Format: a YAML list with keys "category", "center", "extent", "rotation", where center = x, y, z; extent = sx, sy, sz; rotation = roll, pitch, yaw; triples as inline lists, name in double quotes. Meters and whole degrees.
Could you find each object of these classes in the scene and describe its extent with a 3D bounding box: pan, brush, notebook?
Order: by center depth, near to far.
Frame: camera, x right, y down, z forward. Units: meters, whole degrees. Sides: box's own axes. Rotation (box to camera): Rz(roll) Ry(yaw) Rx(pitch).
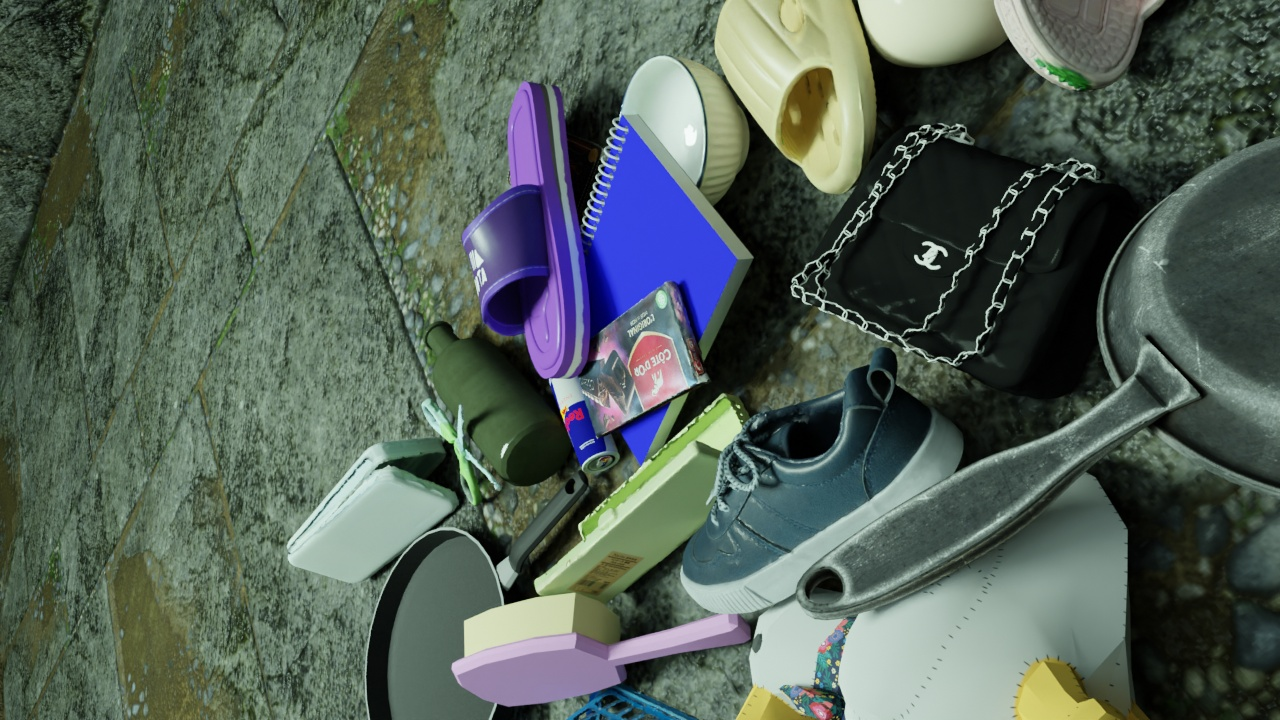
- category: "pan"
  center: [0.219, 0.016, 0.388]
  extent: [0.357, 0.055, 0.187]
  rotation: [-30, 47, 8]
- category: "brush"
  center: [-0.029, 0.204, 0.673]
  extent: [0.229, 0.089, 0.043]
  rotation: [-19, 45, 20]
- category: "notebook"
  center: [-0.003, -0.052, 0.690]
  extent: [0.171, 0.022, 0.210]
  rotation: [57, 142, 33]
- category: "pan"
  center: [-0.143, 0.222, 0.818]
  extent: [0.357, 0.034, 0.225]
  rotation: [-50, 46, 22]

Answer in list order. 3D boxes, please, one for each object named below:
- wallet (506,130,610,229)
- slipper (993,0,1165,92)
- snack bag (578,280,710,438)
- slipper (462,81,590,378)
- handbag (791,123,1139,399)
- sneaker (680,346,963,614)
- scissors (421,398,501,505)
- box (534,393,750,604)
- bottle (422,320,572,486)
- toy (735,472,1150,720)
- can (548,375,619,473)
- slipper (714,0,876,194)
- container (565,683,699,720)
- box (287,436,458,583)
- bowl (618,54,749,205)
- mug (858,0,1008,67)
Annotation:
- category: "wallet"
  center: [-0.074, -0.172, 0.831]
  extent: [0.123, 0.019, 0.072]
  rotation: [35, 109, 43]
- category: "slipper"
  center: [0.245, -0.260, 0.461]
  extent: [0.064, 0.094, 0.239]
  rotation: [-170, 93, -74]
- category: "snack bag"
  center: [-0.004, 0.004, 0.675]
  extent: [0.156, 0.018, 0.074]
  rotation: [-33, 71, 54]
- category: "slipper"
  center: [-0.107, -0.110, 0.756]
  extent: [0.107, 0.084, 0.266]
  rotation: [137, 130, -60]
- category: "handbag"
  center: [0.170, -0.065, 0.500]
  extent: [0.154, 0.114, 0.125]
  rotation: [36, 107, 47]
- category: "sneaker"
  center: [0.083, 0.077, 0.553]
  extent: [0.087, 0.089, 0.236]
  rotation: [40, 131, -7]
- category: "scissors"
  center: [-0.163, 0.075, 0.817]
  extent: [0.159, 0.024, 0.172]
  rotation: [58, 156, 25]
- category: "box"
  center: [0.006, 0.100, 0.675]
  extent: [0.188, 0.091, 0.083]
  rotation: [-44, 38, 28]
- category: "bottle"
  center: [-0.141, 0.027, 0.832]
  extent: [0.207, 0.071, 0.071]
  rotation: [43, 113, 41]
- category: "toy"
  center: [0.155, 0.156, 0.472]
  extent: [0.246, 0.141, 0.268]
  rotation: [-60, 20, -3]
- category: "can"
  center: [-0.048, 0.046, 0.760]
  extent: [0.032, 0.032, 0.095]
  rotation: [-44, 55, 32]
- category: "slipper"
  center: [0.086, -0.219, 0.609]
  extent: [0.111, 0.079, 0.261]
  rotation: [88, 174, -64]
- category: "container"
  center: [0.046, 0.381, 0.570]
  extent: [0.363, 0.089, 0.257]
  rotation: [4, 87, 46]
- category: "box"
  center: [-0.282, 0.144, 0.939]
  extent: [0.216, 0.122, 0.083]
  rotation: [-36, 36, 31]
- category: "bowl"
  center: [0.038, -0.161, 0.674]
  extent: [0.118, 0.062, 0.118]
  rotation: [22, 116, 56]
- category: "mug"
  center: [0.185, -0.224, 0.528]
  extent: [0.120, 0.096, 0.100]
  rotation: [-7, 99, 8]
